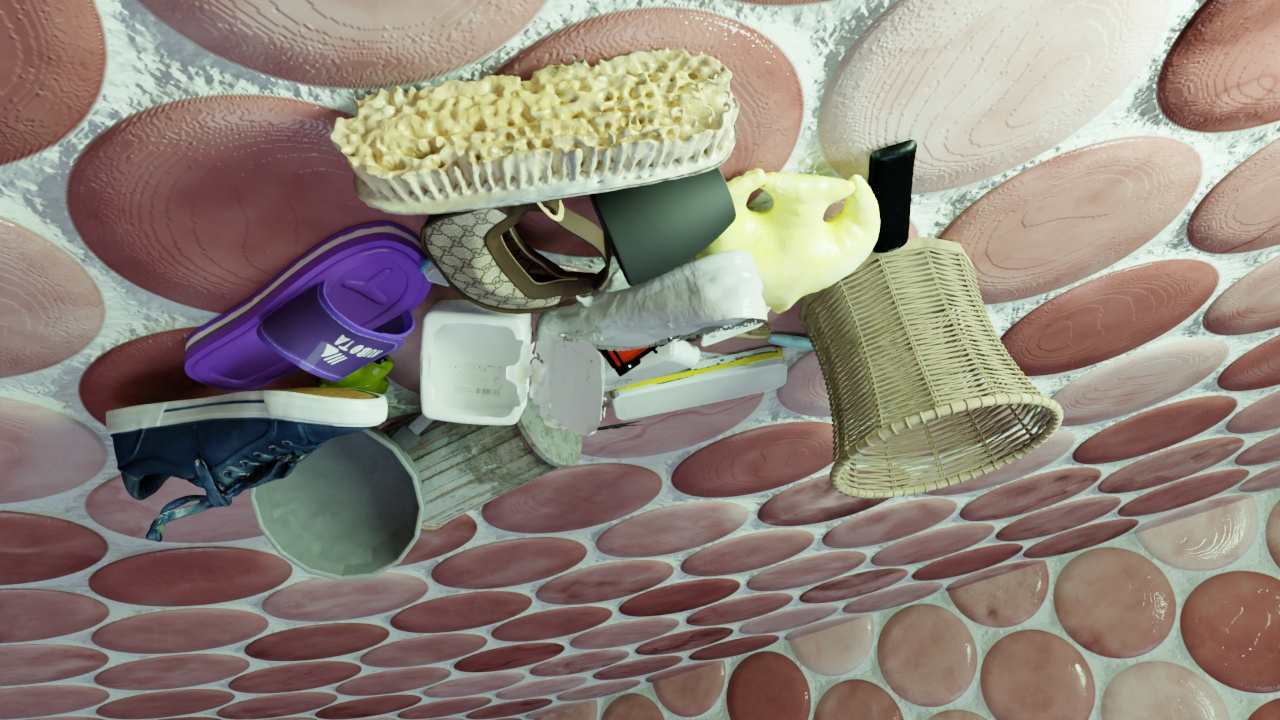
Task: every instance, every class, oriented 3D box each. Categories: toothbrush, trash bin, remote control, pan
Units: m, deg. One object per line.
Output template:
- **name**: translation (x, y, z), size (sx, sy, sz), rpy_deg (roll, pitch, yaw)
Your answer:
- **toothbrush**: translation (-0.130, -0.064, 0.819), size (0.016, 0.014, 0.166), rpy_deg (-44, 150, 21)
- **trash bin**: translation (-0.184, 0.096, 0.998), size (0.211, 0.130, 0.130), rpy_deg (-26, 149, 22)
- **remote control**: translation (-0.006, 0.006, 0.985), size (0.139, 0.025, 0.060), rpy_deg (-17, 162, 28)
- **remote control**: translation (0.227, -0.144, 0.829), size (0.041, 0.020, 0.152), rpy_deg (-16, 151, 5)
- **toothbrush**: translation (0.066, -0.029, 0.984), size (0.166, 0.016, 0.016), rpy_deg (-2, 151, -19)
- **toothbrush**: translation (0.211, -0.019, 1.061), size (0.154, 0.016, 0.022), rpy_deg (5, 157, -28)
- **pan**: translation (-0.239, 0.080, 0.917), size (0.358, 0.041, 0.178), rpy_deg (-41, 100, 14)

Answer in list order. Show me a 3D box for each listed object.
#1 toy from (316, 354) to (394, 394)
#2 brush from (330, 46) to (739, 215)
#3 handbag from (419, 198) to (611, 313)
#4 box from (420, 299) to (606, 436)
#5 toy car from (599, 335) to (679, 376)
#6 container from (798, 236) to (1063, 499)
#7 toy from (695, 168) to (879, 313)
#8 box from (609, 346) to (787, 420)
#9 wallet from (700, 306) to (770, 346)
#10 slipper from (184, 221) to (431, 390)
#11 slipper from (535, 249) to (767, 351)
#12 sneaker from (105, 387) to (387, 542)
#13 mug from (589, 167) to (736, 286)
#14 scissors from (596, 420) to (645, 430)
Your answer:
- **toy**: translation (-0.282, 0.015, 0.908), size (0.094, 0.036, 0.093), rpy_deg (-13, 159, 10)
- **brush**: translation (-0.066, -0.155, 0.626), size (0.271, 0.083, 0.057), rpy_deg (-9, 153, -5)
- **handbag**: translation (-0.093, -0.094, 0.720), size (0.138, 0.063, 0.166), rpy_deg (1, 154, 13)
- **box**: translation (-0.112, 0.008, 0.833), size (0.190, 0.111, 0.083), rpy_deg (9, -162, 15)
- **toy car**: translation (0.003, -0.029, 0.916), size (0.100, 0.051, 0.048), rpy_deg (-35, 177, 33)
- **container**: translation (0.281, 0.009, 0.945), size (0.227, 0.196, 0.227), rpy_deg (-9, 152, -5)
- **toy**: translation (0.126, -0.104, 0.818), size (0.170, 0.064, 0.155), rpy_deg (1, 135, -12)
- **box**: translation (0.067, 0.026, 1.073), size (0.209, 0.033, 0.064), rpy_deg (-12, 150, -1)
- **wallet**: translation (0.101, -0.064, 0.922), size (0.086, 0.032, 0.116), rpy_deg (-13, 152, -21)
- **slipper**: translation (-0.287, -0.015, 0.797), size (0.267, 0.084, 0.107), rpy_deg (-24, 150, 22)
- **slipper**: translation (0.000, -0.047, 0.821), size (0.247, 0.074, 0.112), rpy_deg (-12, 155, 40)
- **sneaker**: translation (-0.366, 0.090, 0.849), size (0.295, 0.127, 0.120), rpy_deg (-8, 179, 17)
- **mug**: translation (0.020, -0.117, 0.751), size (0.100, 0.085, 0.119), rpy_deg (-24, -178, -1)
- **scissors**: translation (-0.081, 0.083, 1.105), size (0.131, 0.012, 0.170), rpy_deg (17, 154, -36)
